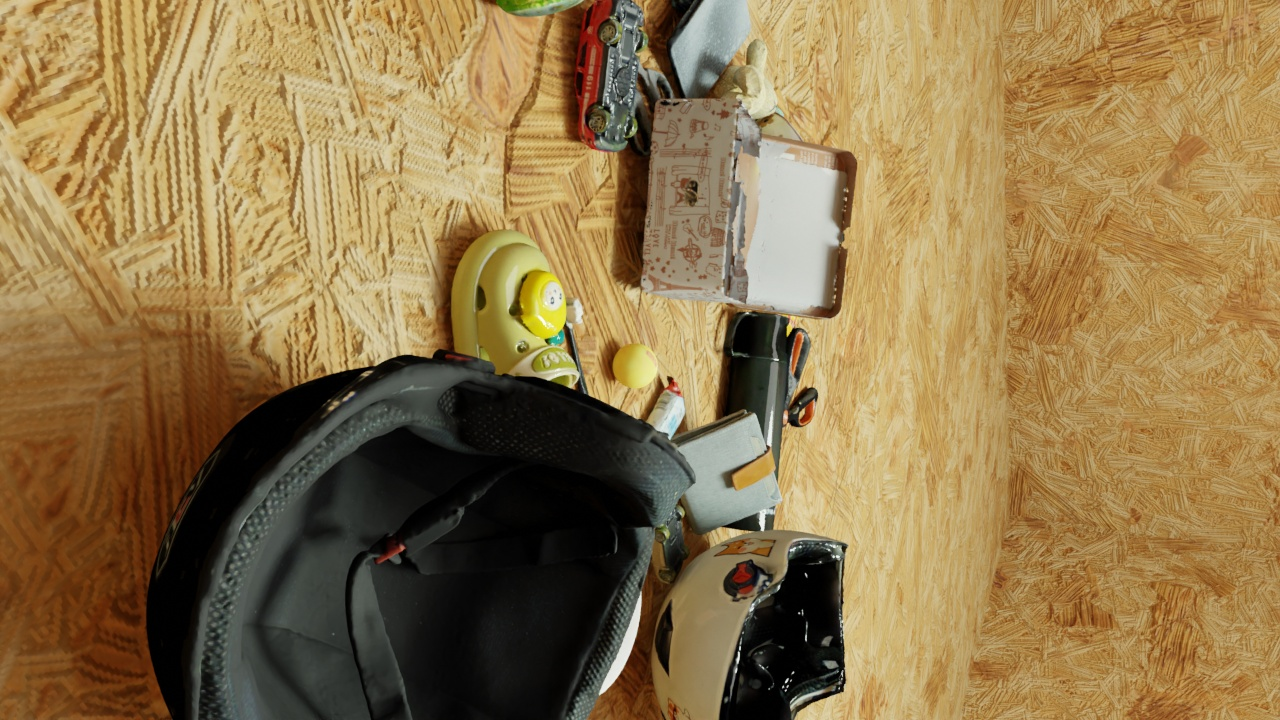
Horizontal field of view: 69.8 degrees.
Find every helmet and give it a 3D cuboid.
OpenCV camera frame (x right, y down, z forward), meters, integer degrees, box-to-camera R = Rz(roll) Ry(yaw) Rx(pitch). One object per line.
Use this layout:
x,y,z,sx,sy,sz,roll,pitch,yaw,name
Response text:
0.098,0.279,0.928,0.273,0.157,0.230,-31,123,-43,helmet
-0.115,0.113,0.453,0.274,0.231,0.233,40,66,-46,helmet

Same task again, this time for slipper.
-0.079,0.004,0.651,0.091,0.082,0.190,-16,110,-62,slipper

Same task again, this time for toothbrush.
-0.045,0.029,0.779,0.015,0.018,0.181,-47,134,-52,toothbrush

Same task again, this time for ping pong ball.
-0.005,0.005,0.820,0.040,0.040,0.040,-14,106,-59,ping pong ball

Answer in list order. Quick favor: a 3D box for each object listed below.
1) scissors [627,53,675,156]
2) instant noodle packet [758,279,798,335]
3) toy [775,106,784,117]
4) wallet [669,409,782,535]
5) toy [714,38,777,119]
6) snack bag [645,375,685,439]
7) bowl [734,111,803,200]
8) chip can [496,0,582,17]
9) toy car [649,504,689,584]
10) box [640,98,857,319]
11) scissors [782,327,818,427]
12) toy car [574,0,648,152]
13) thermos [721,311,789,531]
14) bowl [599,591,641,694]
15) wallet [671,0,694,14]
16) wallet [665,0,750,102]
-0.007,-0.260,0.804,0.162,0.014,0.166,6,89,-61,scissors
0.173,-0.091,1.120,0.128,0.044,0.111,-56,136,-40,instant noodle packet
0.161,-0.262,1.067,0.092,0.030,0.096,59,7,-32,toy
0.088,0.118,0.947,0.037,0.106,0.130,-111,180,-54,wallet
0.107,-0.270,0.929,0.157,0.066,0.105,-57,171,-72,toy
0.019,0.064,0.885,0.105,0.026,0.045,-60,151,-36,snack bag
0.144,-0.208,1.011,0.062,0.113,0.113,-32,135,-4,bowl
-0.085,-0.341,0.596,0.072,0.073,0.221,-48,134,-47,chip can
0.023,0.177,0.900,0.042,0.035,0.090,-44,131,-47,toy car
0.102,-0.139,0.891,0.271,0.130,0.179,4,92,-46,box
0.195,0.063,1.201,0.224,0.022,0.220,28,69,-59,scissors
-0.027,-0.230,0.742,0.052,0.045,0.120,-9,108,-58,toy car
0.118,0.067,1.033,0.089,0.069,0.242,8,85,-38,thermos
-0.055,0.202,0.735,0.118,0.065,0.118,-13,105,-59,bowl
0.065,-0.398,0.891,0.106,0.040,0.133,1,94,-65,wallet
0.066,-0.313,0.878,0.120,0.019,0.097,-58,155,-12,wallet
